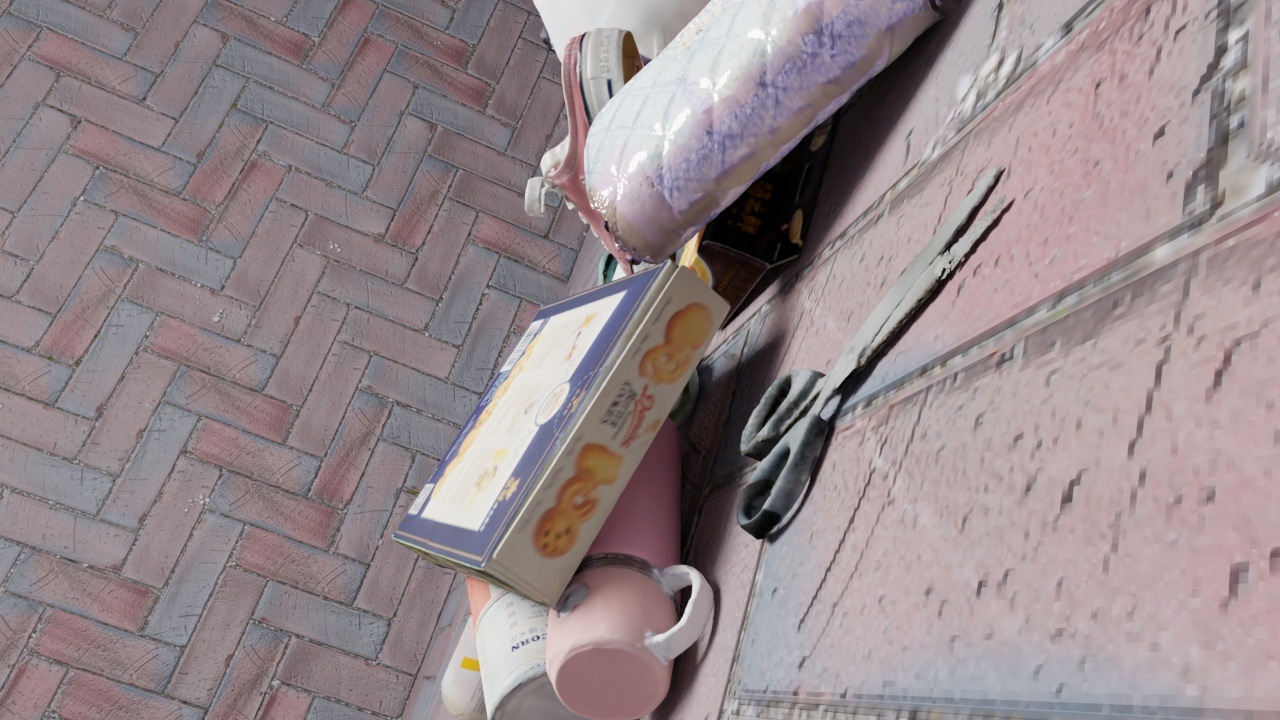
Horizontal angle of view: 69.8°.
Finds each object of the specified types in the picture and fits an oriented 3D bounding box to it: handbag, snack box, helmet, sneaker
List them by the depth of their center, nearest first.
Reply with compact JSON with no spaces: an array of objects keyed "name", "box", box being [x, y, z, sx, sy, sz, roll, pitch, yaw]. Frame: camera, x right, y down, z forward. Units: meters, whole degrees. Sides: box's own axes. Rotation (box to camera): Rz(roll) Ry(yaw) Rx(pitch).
[{"name":"handbag","box":[0.053,-0.150,0.486,0.194,0.075,0.134,-41,30,27]},{"name":"snack box","box":[-0.053,0.039,0.515,0.177,0.046,0.183,-59,21,-19]},{"name":"snack box","box":[0.067,-0.094,0.572,0.126,0.053,0.113,120,170,-68]},{"name":"sneaker","box":[-0.026,-0.131,0.663,0.241,0.088,0.118,68,-155,-55]},{"name":"helmet","box":[0.036,-0.274,0.758,0.259,0.229,0.146,102,151,-80]}]

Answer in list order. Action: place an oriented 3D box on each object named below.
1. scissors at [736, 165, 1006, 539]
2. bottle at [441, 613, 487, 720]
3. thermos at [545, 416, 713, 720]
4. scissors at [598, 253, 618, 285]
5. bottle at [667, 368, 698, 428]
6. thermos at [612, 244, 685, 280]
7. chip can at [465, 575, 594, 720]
[{"name":"scissors","box":[0.081,0.007,0.353,0.150,0.014,0.171,-68,11,-12]},{"name":"bottle","box":[-0.110,0.223,0.783,0.068,0.068,0.190,-96,29,-72]},{"name":"thermos","box":[-0.003,0.093,0.489,0.087,0.067,0.198,-34,20,17]},{"name":"scissors","box":[-0.021,-0.007,0.866,0.176,0.019,0.174,47,-140,-79]},{"name":"bottle","box":[-0.004,0.004,0.678,0.197,0.068,0.068,-121,54,-80]},{"name":"thermos","box":[0.031,-0.136,0.834,0.070,0.070,0.220,127,163,-60]},{"name":"chip can","box":[-0.070,0.144,0.557,0.071,0.071,0.214,-66,23,15]}]
